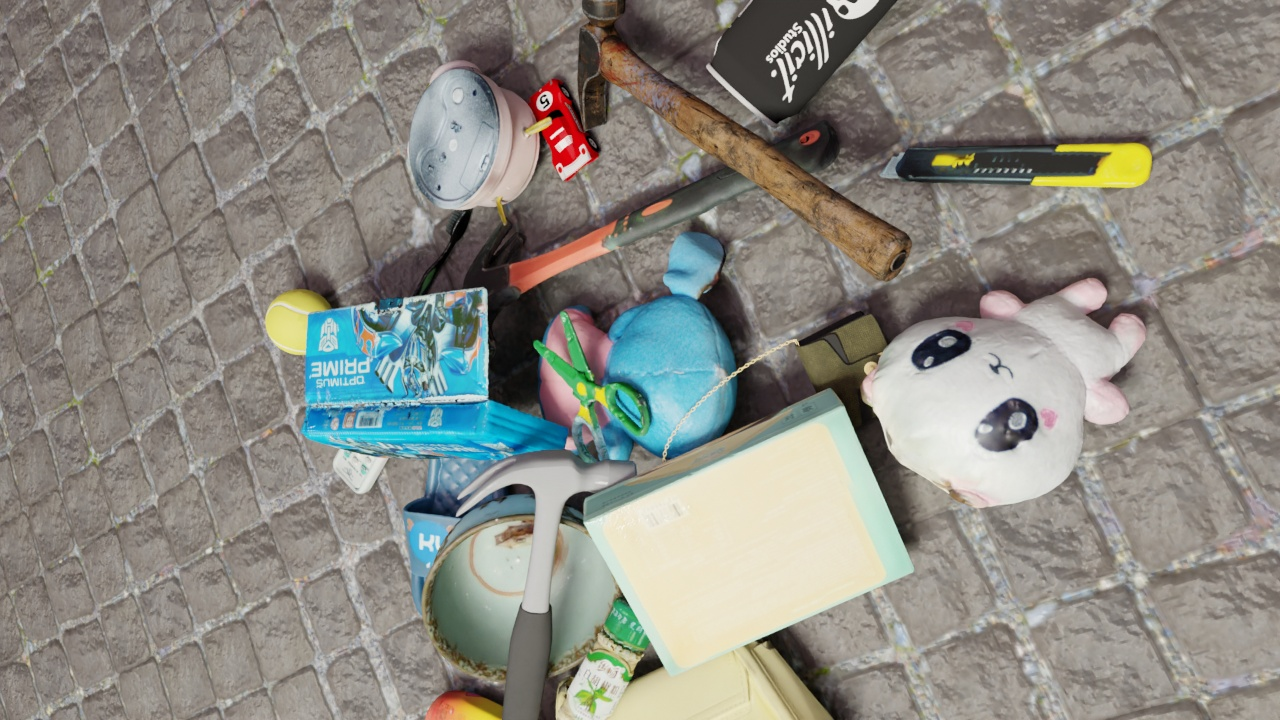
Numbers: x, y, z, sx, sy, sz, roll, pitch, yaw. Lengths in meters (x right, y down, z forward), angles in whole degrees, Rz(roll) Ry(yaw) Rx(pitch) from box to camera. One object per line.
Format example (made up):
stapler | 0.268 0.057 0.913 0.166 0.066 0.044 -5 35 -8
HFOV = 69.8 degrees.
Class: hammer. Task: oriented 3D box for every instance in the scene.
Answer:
hammer | -0.087 0.209 0.712 0.125 0.029 0.311 6 112 -10
hammer | -0.002 -0.108 0.733 0.334 0.033 0.132 -20 46 20
hammer | 0.059 -0.152 0.659 0.330 0.033 0.120 44 147 32

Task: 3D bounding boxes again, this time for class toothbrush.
toothbrush | -0.210 -0.066 0.875 0.017 0.014 0.188 45 110 33

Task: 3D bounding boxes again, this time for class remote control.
remote control | -0.254 0.067 0.895 0.050 0.022 0.133 41 108 21

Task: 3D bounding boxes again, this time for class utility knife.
utility knife | 0.252 -0.134 0.631 0.174 0.020 0.029 6 92 28

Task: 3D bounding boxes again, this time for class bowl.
bowl | -0.100 0.174 0.764 0.160 0.094 0.160 -4 111 -10

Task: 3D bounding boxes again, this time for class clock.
clock | -0.155 -0.197 0.807 0.158 0.058 0.117 38 114 32

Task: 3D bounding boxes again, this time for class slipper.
slipper | -0.167 0.139 0.832 0.104 0.059 0.214 10 93 25

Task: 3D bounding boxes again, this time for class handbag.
handbag | 0.044 0.308 0.719 0.233 0.088 0.190 -31 62 25
handbag | 0.098 0.036 0.655 0.178 0.027 0.084 -27 101 -2

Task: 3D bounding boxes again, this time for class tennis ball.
tennis ball | -0.338 -0.038 0.912 0.065 0.065 0.065 1 91 27

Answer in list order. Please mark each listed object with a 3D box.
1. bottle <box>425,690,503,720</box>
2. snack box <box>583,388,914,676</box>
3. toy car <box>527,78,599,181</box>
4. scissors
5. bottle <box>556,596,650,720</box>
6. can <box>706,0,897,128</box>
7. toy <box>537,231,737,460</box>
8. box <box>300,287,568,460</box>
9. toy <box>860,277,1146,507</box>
bottle | -0.130 0.348 0.821 0.134 0.048 0.071 15 98 26
snack box | 0.076 0.124 0.648 0.194 0.044 0.141 -25 108 5
toy car | -0.069 -0.199 0.792 0.038 0.025 0.089 -33 76 24
scissors | -0.044 0.027 0.698 0.131 0.012 0.113 39 126 28
bottle | -0.026 0.242 0.719 0.043 0.042 0.110 28 86 24
can | 0.121 -0.247 0.661 0.146 0.080 0.080 -48 71 20
toy | -0.004 0.004 0.732 0.192 0.098 0.224 0 84 38
box | -0.180 0.018 0.766 0.244 0.114 0.113 -4 70 39
toy | 0.243 0.016 0.603 0.179 0.101 0.138 -37 61 3
